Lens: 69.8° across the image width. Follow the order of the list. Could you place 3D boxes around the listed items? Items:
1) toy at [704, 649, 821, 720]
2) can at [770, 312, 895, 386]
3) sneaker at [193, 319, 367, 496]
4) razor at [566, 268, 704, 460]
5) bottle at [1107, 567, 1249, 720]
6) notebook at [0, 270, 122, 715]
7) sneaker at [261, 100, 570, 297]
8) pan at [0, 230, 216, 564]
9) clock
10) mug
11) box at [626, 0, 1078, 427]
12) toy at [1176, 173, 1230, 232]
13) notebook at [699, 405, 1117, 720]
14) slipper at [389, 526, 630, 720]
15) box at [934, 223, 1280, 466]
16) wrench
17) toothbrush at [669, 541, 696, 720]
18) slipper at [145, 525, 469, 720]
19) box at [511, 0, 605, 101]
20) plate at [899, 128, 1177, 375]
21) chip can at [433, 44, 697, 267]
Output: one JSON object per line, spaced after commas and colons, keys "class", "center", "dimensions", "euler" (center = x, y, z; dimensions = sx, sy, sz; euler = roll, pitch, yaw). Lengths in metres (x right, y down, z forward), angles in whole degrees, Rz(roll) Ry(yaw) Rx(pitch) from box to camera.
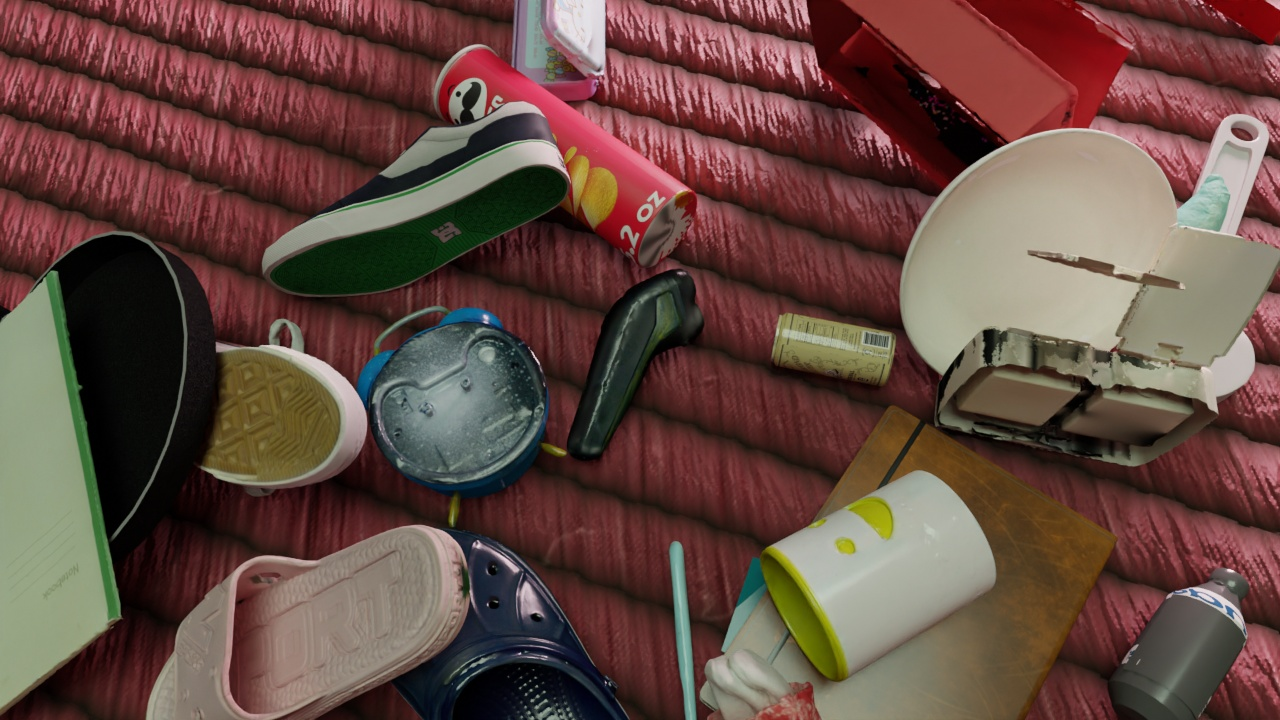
{"class": "toy", "center": [0.083, 0.246, 0.473], "dimensions": [0.159, 0.084, 0.194], "euler": [-21, 73, 22]}
{"class": "can", "center": [0.133, -0.008, 0.638], "dimensions": [0.079, 0.038, 0.038], "euler": [11, 64, 9]}
{"class": "sneaker", "center": [-0.260, 0.028, 0.615], "dimensions": [0.241, 0.087, 0.118], "euler": [16, 86, 31]}
{"class": "razor", "center": [-0.004, 0.004, 0.637], "dimensions": [0.067, 0.054, 0.151], "euler": [25, 72, -4]}
{"class": "bottle", "center": [0.317, 0.167, 0.534], "dimensions": [0.047, 0.047, 0.112], "euler": [39, 70, 20]}
{"class": "notebook", "center": [-0.405, 0.090, 0.584], "dimensions": [0.182, 0.010, 0.252], "euler": [-36, 63, 17]}
{"class": "sneaker", "center": [-0.168, -0.117, 0.669], "dimensions": [0.235, 0.084, 0.079], "euler": [-21, 65, 9]}
{"class": "pan", "center": [-0.407, 0.001, 0.633], "dimensions": [0.357, 0.034, 0.225], "euler": [28, 92, 32]}
{"class": "clock", "center": [-0.127, 0.023, 0.625], "dimensions": [0.116, 0.060, 0.161], "euler": [-30, 64, -11]}
{"class": "mug", "center": [0.135, 0.122, 0.528], "dimensions": [0.106, 0.083, 0.082], "euler": [-26, 64, -12]}
{"class": "box", "center": [0.134, -0.130, 0.693], "dimensions": [0.326, 0.152, 0.213], "euler": [-46, 67, 18]}
{"class": "toy", "center": [0.361, -0.095, 0.660], "dimensions": [0.105, 0.033, 0.085], "euler": [1, 61, 35]}
{"class": "notebook", "center": [0.155, 0.159, 0.564], "dimensions": [0.178, 0.014, 0.248], "euler": [32, 69, 17]}
{"class": "slipper", "center": [-0.073, 0.186, 0.521], "dimensions": [0.105, 0.095, 0.253], "euler": [-40, 71, -14]}
{"class": "box", "center": [0.275, -0.013, 0.546], "dimensions": [0.143, 0.192, 0.068], "euler": [12, 63, 1]}
{"class": "wrench", "center": [0.424, -0.081, 0.673], "dimensions": [0.087, 0.018, 0.272], "euler": [27, 66, 16]}
{"class": "toothbrush", "center": [0.026, 0.197, 0.551], "dimensions": [0.016, 0.016, 0.180], "euler": [-7, 63, 9]}
{"class": "slipper", "center": [-0.204, 0.156, 0.509], "dimensions": [0.240, 0.064, 0.094], "euler": [-29, 57, 19]}
{"class": "box", "center": [-0.066, -0.324, 0.798], "dimensions": [0.077, 0.096, 0.213], "euler": [11, 60, -22]}
{"class": "plate", "center": [0.254, -0.065, 0.602], "dimensions": [0.182, 0.182, 0.034], "euler": [-9, 31, -2]}
{"class": "chip can", "center": [-0.060, -0.159, 0.708], "dimensions": [0.220, 0.069, 0.069], "euler": [39, 71, 19]}
